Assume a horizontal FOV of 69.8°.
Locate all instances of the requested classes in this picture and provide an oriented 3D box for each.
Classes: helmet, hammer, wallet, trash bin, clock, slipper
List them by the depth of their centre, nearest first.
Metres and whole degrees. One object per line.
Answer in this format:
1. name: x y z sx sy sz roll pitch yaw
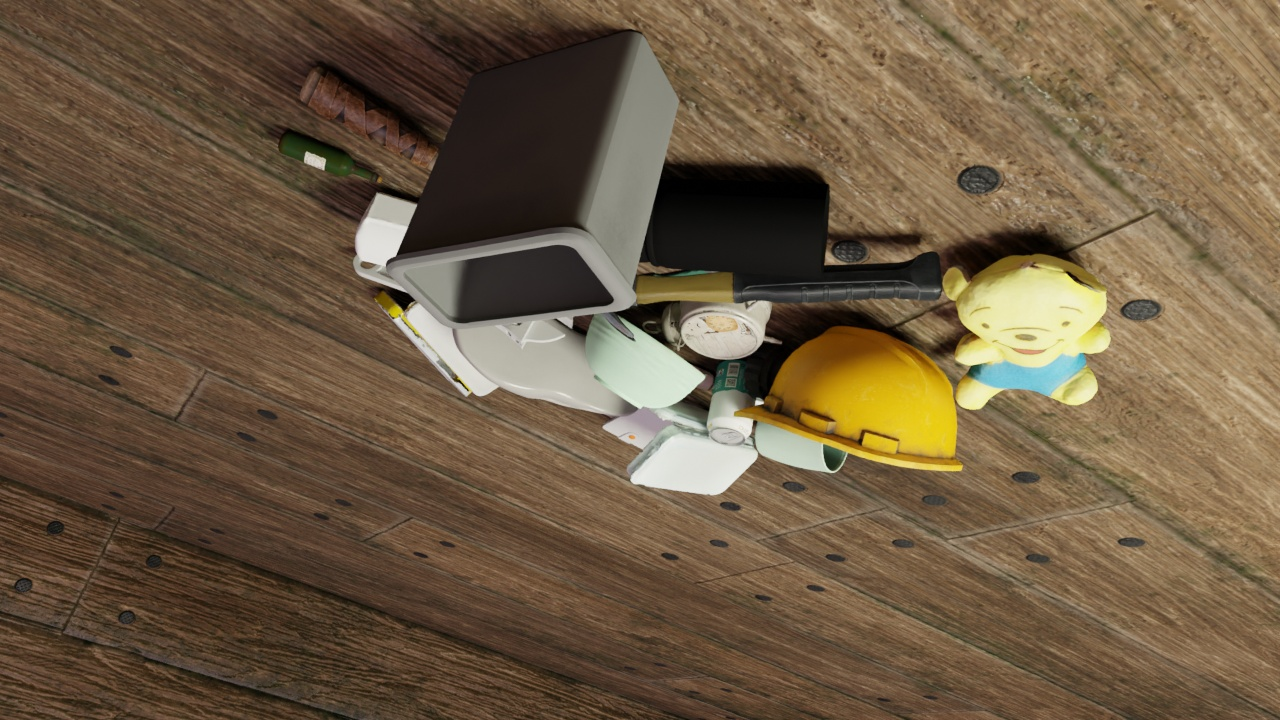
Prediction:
1. trash bin: -0.082 -0.148 0.763 0.192 0.219 0.097 -5 145 28
2. hammer: 0.119 -0.073 0.895 0.333 0.117 0.025 -1 150 11
3. hammer: -0.179 -0.185 0.903 0.318 0.048 0.122 30 124 -18
4. helmet: 0.240 0.030 1.016 0.256 0.131 0.205 15 -176 38
5. clock: 0.073 -0.040 1.038 0.157 0.061 0.103 -5 144 26
6. slipper: -0.121 0.003 1.160 0.265 0.112 0.081 21 161 -23
7. wallet: 0.022 0.090 1.304 0.115 0.037 0.119 30 143 -26

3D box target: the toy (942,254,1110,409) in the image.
1. toy: 0.382 -0.033 0.909 0.149 0.083 0.214 -2 144 24

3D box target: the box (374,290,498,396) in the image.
1. box: -0.261 -0.021 1.219 0.117 0.057 0.210 -2 146 21

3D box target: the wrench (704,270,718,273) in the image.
1. wrench: -0.018 -0.121 0.976 0.274 0.022 0.073 3 140 17

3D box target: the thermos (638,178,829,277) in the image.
1. thermos: 0.074 -0.127 0.868 0.199 0.086 0.086 5 149 14

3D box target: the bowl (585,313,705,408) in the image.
1. bowl: -0.006 0.006 1.067 0.151 0.077 0.151 34 180 0

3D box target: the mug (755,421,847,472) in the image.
1. mug: 0.205 0.085 1.190 0.104 0.083 0.111 6 123 36

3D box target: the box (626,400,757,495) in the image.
1. box: 0.053 0.091 1.192 0.106 0.127 0.215 -43 146 20

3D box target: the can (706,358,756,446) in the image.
1. can: 0.115 0.051 1.134 0.055 0.101 0.055 10 150 6

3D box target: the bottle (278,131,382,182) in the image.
1. bottle: -0.320 -0.207 0.951 0.106 0.025 0.025 20 149 -12

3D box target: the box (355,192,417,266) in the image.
1. box: -0.222 -0.128 0.992 0.166 0.083 0.093 16 141 -7

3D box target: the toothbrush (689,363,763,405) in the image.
1. toothbrush: 0.061 0.018 1.173 0.222 0.027 0.027 23 122 -15

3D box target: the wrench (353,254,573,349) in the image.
1. wrench: -0.209 -0.085 1.084 0.273 0.086 0.018 21 151 8

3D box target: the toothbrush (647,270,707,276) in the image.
1. toothbrush: 0.081 -0.094 0.988 0.190 0.017 0.016 -7 144 31
